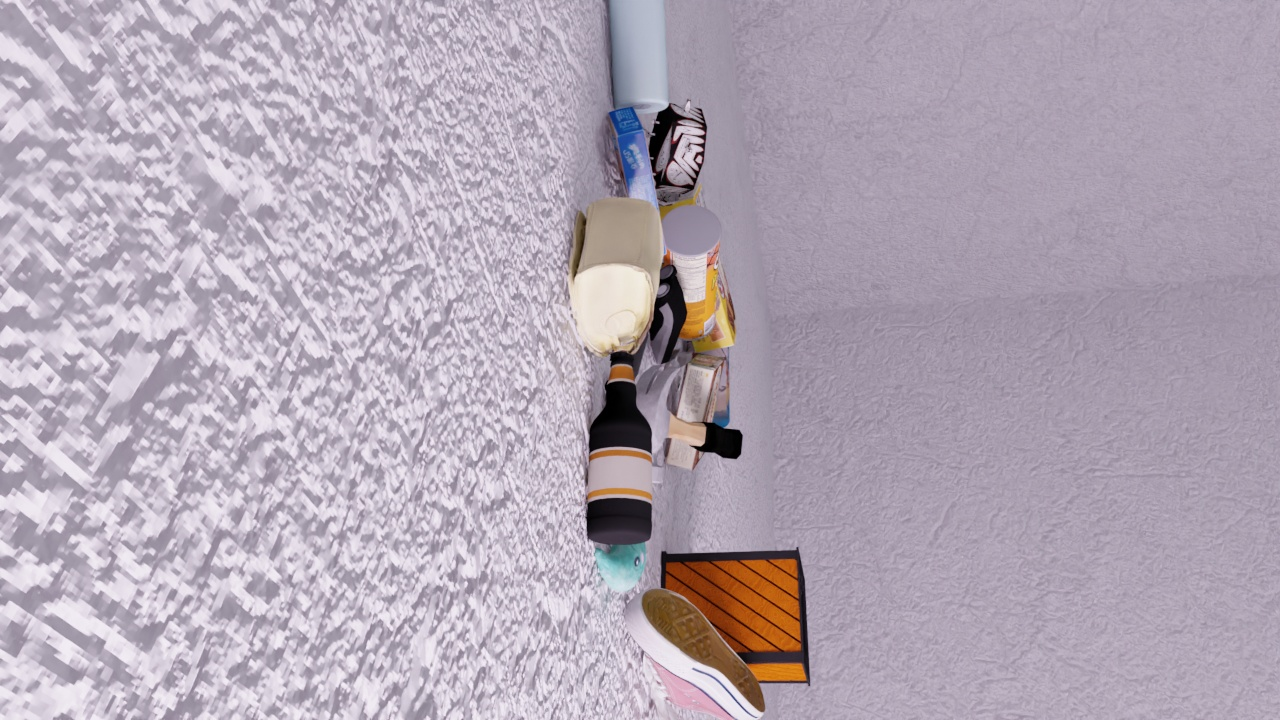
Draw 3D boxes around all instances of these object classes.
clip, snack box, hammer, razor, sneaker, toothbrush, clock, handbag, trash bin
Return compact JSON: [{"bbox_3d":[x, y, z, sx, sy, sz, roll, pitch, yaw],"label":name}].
[{"bbox_3d":[0.037,0.010,1.224,0.102,0.050,0.058,177,-63,-82],"label":"clip"},{"bbox_3d":[0.079,0.068,1.287,0.147,0.041,0.143,-28,130,-78],"label":"snack box"},{"bbox_3d":[-0.004,-0.201,1.045,0.087,0.034,0.151,-105,-178,-57],"label":"snack box"},{"bbox_3d":[0.064,0.089,1.121,0.328,0.039,0.131,23,72,-65],"label":"hammer"},{"bbox_3d":[0.085,-0.137,1.353,0.109,0.062,0.230,-69,144,-66],"label":"snack box"},{"bbox_3d":[0.031,-0.049,1.154,0.156,0.060,0.057,77,19,-50],"label":"razor"},{"bbox_3d":[0.044,0.336,1.007,0.241,0.088,0.118,49,19,-31],"label":"sneaker"},{"bbox_3d":[-0.006,0.006,1.059,0.167,0.013,0.013,-75,165,-58],"label":"toothbrush"},{"bbox_3d":[0.033,-0.272,1.226,0.155,0.065,0.114,129,-36,-63],"label":"clock"},{"bbox_3d":[-0.021,-0.077,0.866,0.119,0.081,0.111,-84,172,-47],"label":"handbag"},{"bbox_3d":[0.123,0.330,1.172,0.140,0.172,0.139,66,23,-58],"label":"trash bin"}]

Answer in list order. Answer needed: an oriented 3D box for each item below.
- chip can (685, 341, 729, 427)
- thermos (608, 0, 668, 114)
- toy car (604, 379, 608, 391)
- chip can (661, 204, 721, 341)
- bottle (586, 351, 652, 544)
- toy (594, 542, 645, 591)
[{"bbox_3d":[0.107,-0.005,1.465,0.080,0.080,0.229,67,22,-57],"label":"chip can"},{"bbox_3d":[-0.003,-0.398,1.071,0.065,0.078,0.207,-10,98,-74],"label":"thermos"},{"bbox_3d":[-0.018,0.066,0.925,0.046,0.034,0.112,69,20,-55],"label":"toy car"},{"bbox_3d":[0.064,-0.109,1.200,0.215,0.075,0.075,85,6,-63],"label":"chip can"},{"bbox_3d":[-0.019,0.077,0.857,0.059,0.059,0.181,60,28,-65],"label":"bottle"},{"bbox_3d":[-0.018,0.181,0.900,0.105,0.033,0.085,-77,148,-53],"label":"toy"}]
